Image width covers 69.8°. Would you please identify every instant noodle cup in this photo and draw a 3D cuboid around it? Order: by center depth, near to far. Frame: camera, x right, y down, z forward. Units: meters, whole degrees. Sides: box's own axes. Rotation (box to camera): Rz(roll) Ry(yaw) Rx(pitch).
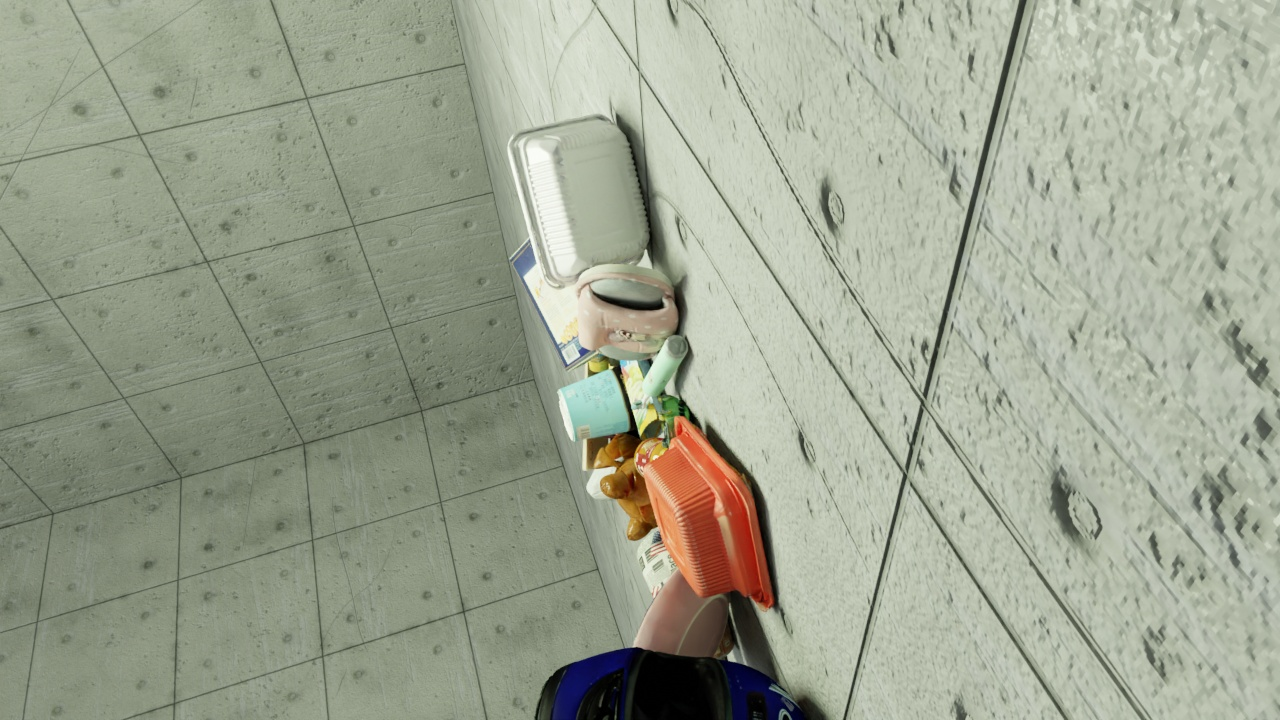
[{"bbox_3d":[0.065,0.164,0.949,0.189,0.079,0.165,-136,27,-63],"label":"instant noodle cup"},{"bbox_3d":[-0.053,-0.172,0.979,0.060,0.137,0.173,6,113,55],"label":"instant noodle cup"},{"bbox_3d":[-0.054,0.063,1.326,0.111,0.120,0.111,164,91,-80],"label":"instant noodle cup"}]

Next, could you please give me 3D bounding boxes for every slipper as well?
[{"bbox_3d":[-0.018,-0.038,1.023,0.275,0.114,0.054,101,176,-73],"label":"slipper"}]

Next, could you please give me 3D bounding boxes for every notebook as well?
[{"bbox_3d":[-0.068,0.066,1.446,0.147,0.008,0.207,19,-109,-78],"label":"notebook"}]

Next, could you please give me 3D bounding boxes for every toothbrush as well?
[{"bbox_3d":[0.019,0.021,1.069,0.225,0.027,0.026,117,142,-68],"label":"toothbrush"}]

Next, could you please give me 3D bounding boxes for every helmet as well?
[{"bbox_3d":[0.054,0.399,0.877,0.316,0.240,0.246,71,-165,-46],"label":"helmet"}]

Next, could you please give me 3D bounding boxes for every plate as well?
[{"bbox_3d":[0.054,0.317,1.055,0.039,0.191,0.193,21,137,30],"label":"plate"}]

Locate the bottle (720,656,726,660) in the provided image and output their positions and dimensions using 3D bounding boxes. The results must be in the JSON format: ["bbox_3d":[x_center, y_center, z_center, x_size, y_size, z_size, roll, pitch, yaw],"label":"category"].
[{"bbox_3d":[0.079,0.401,1.352,0.195,0.044,0.080,-167,62,-80],"label":"bottle"}]

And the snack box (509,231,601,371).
[{"bbox_3d":[-0.087,-0.095,1.217,0.178,0.045,0.182,-30,86,57],"label":"snack box"}]

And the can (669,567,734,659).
[{"bbox_3d":[0.079,0.321,1.176,0.058,0.058,0.116,-173,68,-80],"label":"can"}]

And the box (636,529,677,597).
[{"bbox_3d":[0.040,0.298,1.282,0.163,0.087,0.076,-116,29,-60],"label":"box"}]

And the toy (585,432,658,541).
[{"bbox_3d":[-0.019,0.177,1.351,0.199,0.130,0.140,-106,-8,-66],"label":"toy"}]

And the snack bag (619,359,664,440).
[{"bbox_3d":[-0.007,0.007,1.233,0.110,0.039,0.190,91,163,-67],"label":"snack bag"}]

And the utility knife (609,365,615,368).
[{"bbox_3d":[-0.038,0.042,1.536,0.031,0.021,0.198,142,107,-79],"label":"utility knife"}]

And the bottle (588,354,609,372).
[{"bbox_3d":[-0.070,-0.084,1.307,0.065,0.065,0.219,-121,23,-57],"label":"bottle"}]

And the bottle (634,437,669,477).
[{"bbox_3d":[0.033,0.124,1.126,0.175,0.057,0.057,156,98,-80],"label":"bottle"}]

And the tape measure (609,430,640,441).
[{"bbox_3d":[-0.026,0.135,1.498,0.057,0.039,0.058,-13,95,68],"label":"tape measure"}]

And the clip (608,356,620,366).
[{"bbox_3d":[-0.050,-0.035,1.422,0.104,0.034,0.081,95,156,-85],"label":"clip"}]

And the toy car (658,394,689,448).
[{"bbox_3d":[0.039,0.070,1.061,0.091,0.036,0.043,-100,1,-72],"label":"toy car"}]
